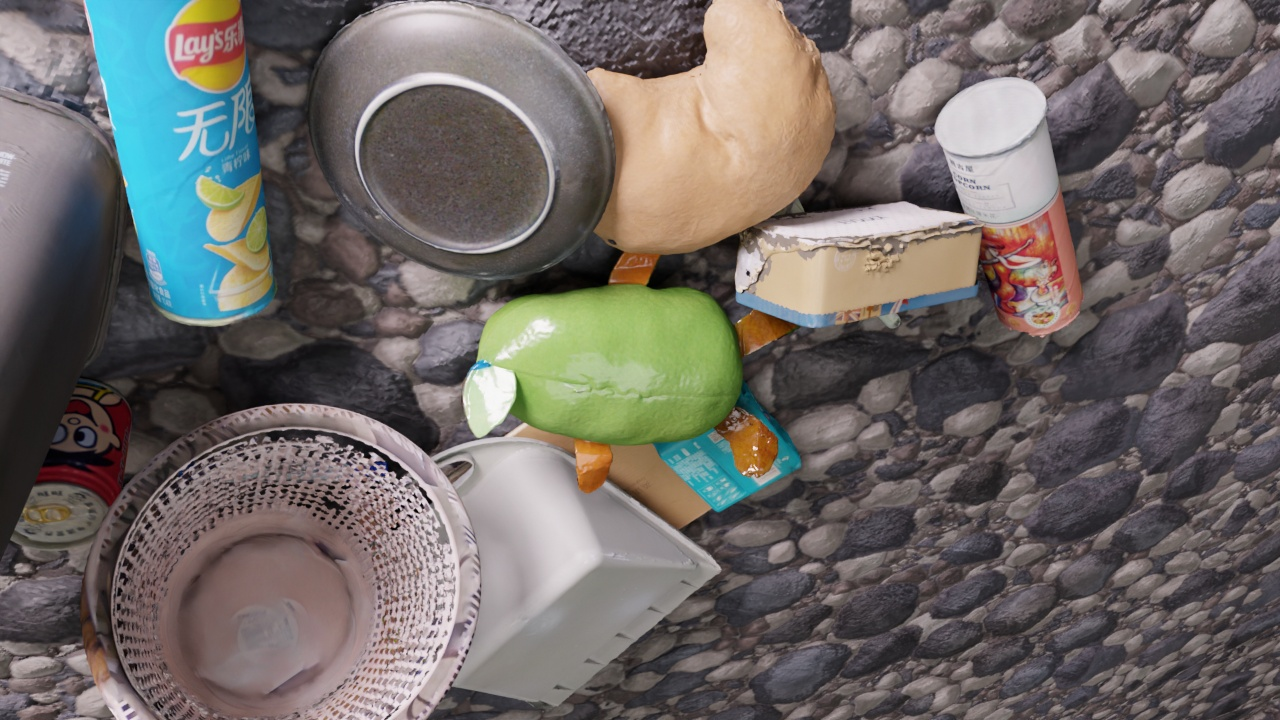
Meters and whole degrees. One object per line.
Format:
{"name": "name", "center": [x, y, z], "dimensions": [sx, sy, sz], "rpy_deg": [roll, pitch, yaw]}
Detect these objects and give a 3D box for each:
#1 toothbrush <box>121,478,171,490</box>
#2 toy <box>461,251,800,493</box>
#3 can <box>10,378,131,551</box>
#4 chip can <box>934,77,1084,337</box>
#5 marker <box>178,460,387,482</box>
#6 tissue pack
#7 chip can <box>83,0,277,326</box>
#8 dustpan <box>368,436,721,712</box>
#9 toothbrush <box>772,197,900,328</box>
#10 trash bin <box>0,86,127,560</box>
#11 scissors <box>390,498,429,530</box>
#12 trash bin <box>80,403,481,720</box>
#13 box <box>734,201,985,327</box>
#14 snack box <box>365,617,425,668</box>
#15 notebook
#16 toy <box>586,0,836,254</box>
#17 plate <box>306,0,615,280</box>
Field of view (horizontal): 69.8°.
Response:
{"name": "toothbrush", "center": [-0.425, 0.116, 0.654], "dimensions": [0.186, 0.017, 0.012], "rpy_deg": [-21, 132, -3]}
{"name": "toy", "center": [-0.004, 0.004, 0.664], "dimensions": [0.246, 0.090, 0.227], "rpy_deg": [6, 110, -18]}
{"name": "can", "center": [-0.361, 0.065, 0.577], "dimensions": [0.066, 0.093, 0.067], "rpy_deg": [-11, 134, -12]}
{"name": "chip can", "center": [0.282, -0.106, 0.688], "dimensions": [0.071, 0.071, 0.215], "rpy_deg": [-32, 135, 9]}
{"name": "marker", "center": [-0.264, 0.084, 0.687], "dimensions": [0.145, 0.017, 0.017], "rpy_deg": [3, 129, -24]}
{"name": "tissue pack", "center": [0.069, 0.068, 0.780], "dimensions": [0.093, 0.050, 0.133], "rpy_deg": [-32, 134, 12]}
{"name": "chip can", "center": [-0.234, -0.120, 0.472], "dimensions": [0.071, 0.071, 0.211], "rpy_deg": [-4, 132, -18]}
{"name": "dustpan", "center": [-0.094, 0.175, 0.786], "dimensions": [0.223, 0.142, 0.257], "rpy_deg": [-41, 150, 8]}
{"name": "toothbrush", "center": [0.157, -0.071, 0.709], "dimensions": [0.189, 0.020, 0.029], "rpy_deg": [34, 80, -42]}
{"name": "trash bin", "center": [-0.367, -0.007, 0.423], "dimensions": [0.198, 0.219, 0.199], "rpy_deg": [11, 125, -27]}
{"name": "scissors", "center": [-0.142, 0.173, 0.790], "dimensions": [0.146, 0.014, 0.172], "rpy_deg": [-36, 117, -3]}
{"name": "trash bin", "center": [-0.245, 0.164, 0.627], "dimensions": [0.227, 0.227, 0.193], "rpy_deg": [6, 158, -26]}
{"name": "box", "center": [0.157, -0.071, 0.635], "dimensions": [0.184, 0.090, 0.061], "rpy_deg": [-8, 112, -30]}
{"name": "snack box", "center": [-0.168, 0.248, 0.852], "dimensions": [0.156, 0.026, 0.086], "rpy_deg": [-16, 143, 1]}
{"name": "notebook", "center": [-0.045, 0.115, 0.798], "dimensions": [0.149, 0.012, 0.211], "rpy_deg": [-35, 130, 9]}
{"name": "toy", "center": [0.012, -0.123, 0.566], "dimensions": [0.226, 0.082, 0.143], "rpy_deg": [-27, 120, 8]}
{"name": "plate", "center": [-0.103, -0.112, 0.520], "dimensions": [0.179, 0.024, 0.180], "rpy_deg": [4, 134, 4]}
